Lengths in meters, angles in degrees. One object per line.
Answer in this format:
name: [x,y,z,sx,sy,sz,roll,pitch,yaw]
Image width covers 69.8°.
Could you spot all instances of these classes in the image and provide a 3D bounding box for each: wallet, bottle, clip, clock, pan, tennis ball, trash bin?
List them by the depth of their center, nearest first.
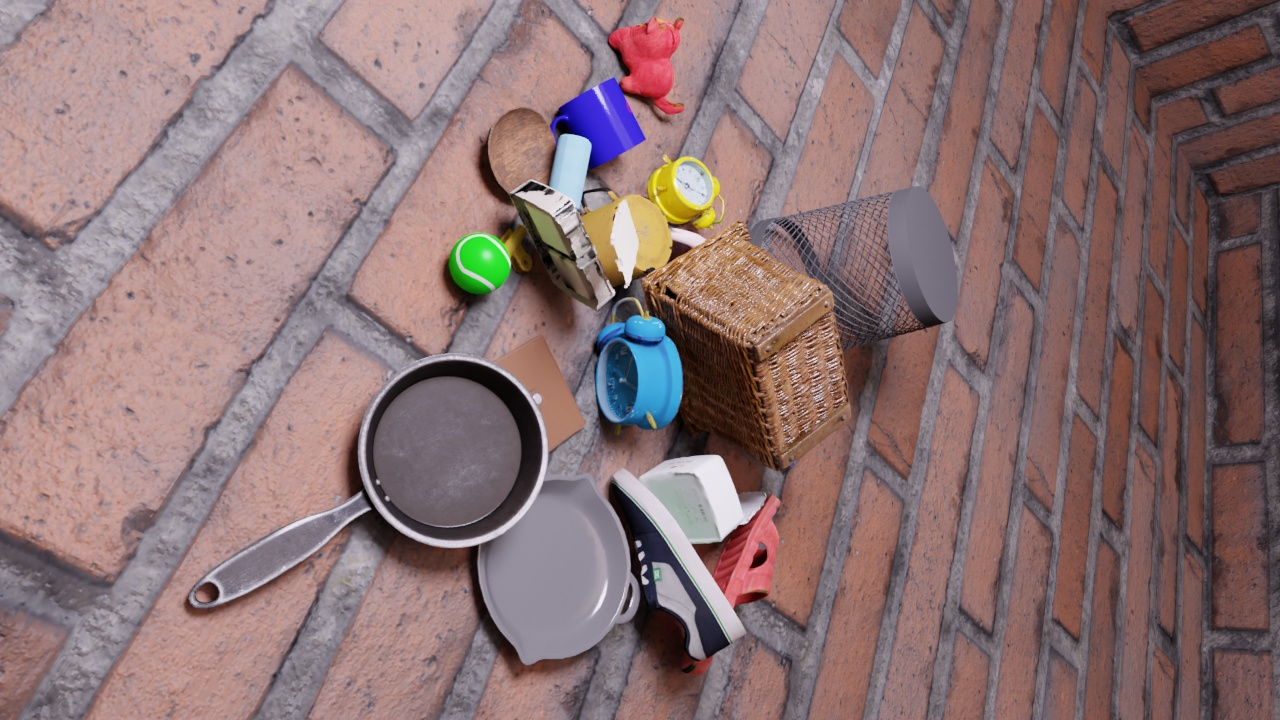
pan: [-0.245,0.124,0.858,0.355,0.055,0.187,-30,96,-27]
pan: [-0.141,0.191,0.970,0.354,0.024,0.216,34,58,-27]
tennis ball: [-0.172,-0.104,0.982,0.065,0.066,0.065,12,72,-41]
wallet: [-0.114,0.040,1.038,0.087,0.013,0.121,-35,104,-42]
clip: [-0.146,-0.122,1.046,0.049,0.044,0.054,89,24,-52]
clock: [-0.006,0.006,1.081,0.060,0.117,0.161,-2,80,-31]
bottle: [-0.089,-0.198,1.082,0.040,0.040,0.130,11,90,-41]
clock: [0.066,-0.224,1.238,0.118,0.057,0.083,26,63,-30]
trash bin: [0.301,-0.122,1.292,0.217,0.228,0.217,21,64,-50]

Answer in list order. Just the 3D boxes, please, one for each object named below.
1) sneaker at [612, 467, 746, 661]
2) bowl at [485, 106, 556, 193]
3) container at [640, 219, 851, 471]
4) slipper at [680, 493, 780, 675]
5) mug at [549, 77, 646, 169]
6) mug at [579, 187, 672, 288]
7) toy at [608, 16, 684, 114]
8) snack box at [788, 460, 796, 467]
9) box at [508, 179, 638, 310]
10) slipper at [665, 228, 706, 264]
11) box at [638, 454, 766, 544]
sneaker: [0.022,0.235,1.056,0.079,0.084,0.235,-32,79,-9]
bowl: [-0.143,-0.239,1.064,0.113,0.026,0.102,-41,122,-44]
container: [0.139,-0.005,1.095,0.162,0.183,0.250,-34,128,-20]
slipper: [0.125,0.283,1.143,0.059,0.104,0.248,30,65,-2]
mug: [-0.060,-0.284,1.129,0.111,0.079,0.083,-33,104,-18]
mug: [-0.030,-0.153,1.106,0.100,0.094,0.124,-34,104,-42]
toy: [0.025,-0.390,1.216,0.087,0.094,0.133,-39,108,-42]
snack box: [0.194,0.071,1.311,0.082,0.027,0.150,-42,109,-41]
box: [-0.045,-0.122,0.995,0.070,0.186,0.143,-41,135,-17]
slipper: [0.082,-0.100,1.203,0.221,0.107,0.055,43,70,-36]
box: [0.091,0.165,1.136,0.136,0.109,0.121,-29,100,-42]
